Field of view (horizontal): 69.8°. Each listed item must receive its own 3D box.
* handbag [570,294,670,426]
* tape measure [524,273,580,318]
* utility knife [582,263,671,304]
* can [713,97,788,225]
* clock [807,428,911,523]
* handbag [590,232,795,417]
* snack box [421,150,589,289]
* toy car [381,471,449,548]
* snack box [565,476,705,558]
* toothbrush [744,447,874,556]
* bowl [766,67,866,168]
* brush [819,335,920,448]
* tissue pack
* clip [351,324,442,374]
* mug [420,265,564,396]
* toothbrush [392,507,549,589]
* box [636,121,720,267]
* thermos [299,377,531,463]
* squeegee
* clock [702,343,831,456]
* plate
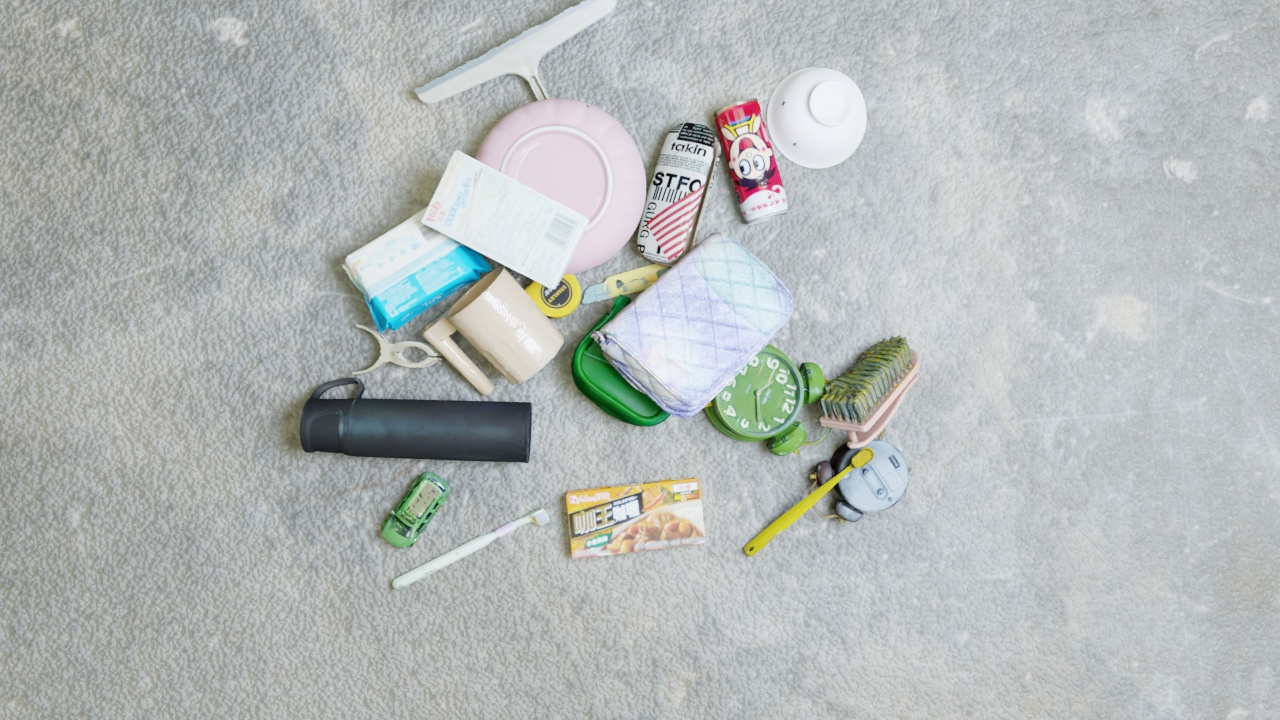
[{"bbox_3d":[-0.006,0.006,1.029,0.131,0.068,0.120,35,79,-2],"label":"handbag"},{"bbox_3d":[-0.096,-0.075,1.034,0.060,0.029,0.057,-44,88,-3],"label":"tape measure"},{"bbox_3d":[0.018,-0.095,1.054,0.178,0.019,0.031,-15,86,0],"label":"utility knife"},{"bbox_3d":[0.126,-0.224,1.038,0.053,0.053,0.132,-17,92,-4],"label":"can"},{"bbox_3d":[0.248,0.136,1.050,0.122,0.055,0.082,-34,93,-3],"label":"clock"},{"bbox_3d":[0.061,-0.037,0.980,0.134,0.076,0.193,45,64,9],"label":"handbag"},{"bbox_3d":[-0.141,-0.146,0.963,0.157,0.027,0.085,27,94,-1],"label":"snack box"},{"bbox_3d":[-0.252,0.168,1.023,0.043,0.036,0.091,36,92,-5],"label":"toy car"},{"bbox_3d":[-0.006,0.178,1.045,0.153,0.026,0.075,-6,90,-4],"label":"snack box"},{"bbox_3d":[0.187,0.160,1.029,0.190,0.016,0.015,-44,75,20],"label":"toothbrush"},{"bbox_3d":[0.208,-0.282,1.039,0.118,0.065,0.118,0,91,-4],"label":"bowl"},{"bbox_3d":[0.267,0.033,1.034,0.145,0.063,0.073,-41,116,-30],"label":"brush"},{"bbox_3d":[-0.246,-0.101,1.006,0.140,0.063,0.090,-33,89,-6],"label":"tissue pack"},{"bbox_3d":[-0.271,-0.006,1.021,0.097,0.034,0.060,5,91,0],"label":"clip"},{"bbox_3d":[-0.161,-0.026,1.001,0.125,0.084,0.103,-34,110,21],"label":"mug"},{"bbox_3d":[-0.193,0.214,1.035,0.189,0.029,0.020,-25,50,-3],"label":"toothbrush"},{"bbox_3d":[0.044,-0.186,1.043,0.075,0.077,0.163,13,89,23],"label":"box"},{"bbox_3d":[-0.242,0.064,1.009,0.242,0.068,0.089,3,68,-4],"label":"thermos"},{"bbox_3d":[-0.085,-0.246,1.029,0.246,0.039,0.246,-27,94,2],"label":"squeegee"},{"bbox_3d":[0.145,0.042,1.041,0.161,0.056,0.116,23,89,-5],"label":"clock"},{"bbox_3d":[-0.090,-0.190,0.993,0.192,0.039,0.192,0,94,0],"label":"plate"}]
